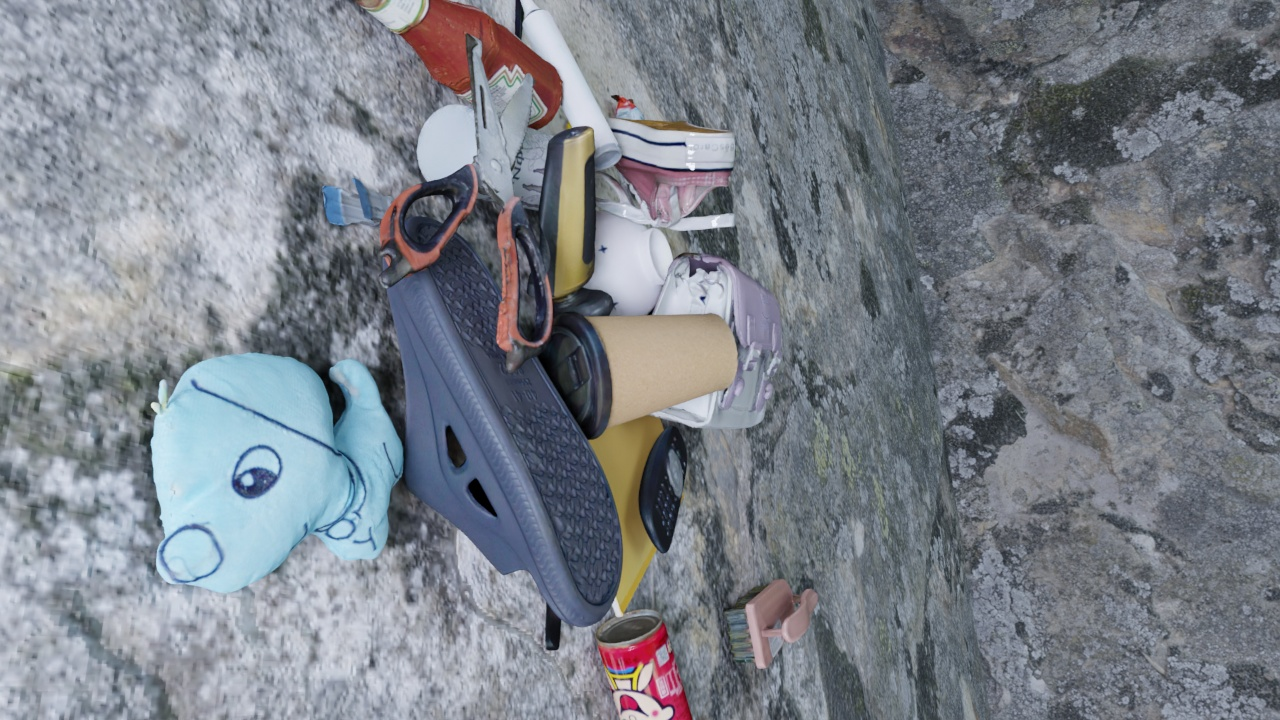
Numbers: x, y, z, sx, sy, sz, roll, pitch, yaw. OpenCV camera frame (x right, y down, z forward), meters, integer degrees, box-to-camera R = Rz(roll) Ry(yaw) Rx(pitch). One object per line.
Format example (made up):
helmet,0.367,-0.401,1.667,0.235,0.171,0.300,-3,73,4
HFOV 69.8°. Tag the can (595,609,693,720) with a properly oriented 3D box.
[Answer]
can,0.009,0.261,0.695,0.053,0.053,0.133,-32,108,-64

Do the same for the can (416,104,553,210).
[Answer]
can,-0.093,-0.141,0.659,0.146,0.058,0.058,-6,84,-65

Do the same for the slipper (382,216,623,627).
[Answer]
slipper,-0.097,0.041,0.560,0.268,0.083,0.110,62,19,11

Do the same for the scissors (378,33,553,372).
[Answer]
scissors,-0.093,-0.099,0.556,0.189,0.015,0.223,59,39,-13

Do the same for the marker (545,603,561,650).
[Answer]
marker,-0.061,0.141,0.651,0.018,0.015,0.123,41,44,-58

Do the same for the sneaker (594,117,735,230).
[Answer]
sneaker,0.013,-0.155,0.765,0.241,0.118,0.088,-135,-135,-66

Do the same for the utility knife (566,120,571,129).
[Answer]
utility knife,-0.060,-0.146,0.780,0.033,0.015,0.177,51,36,-45

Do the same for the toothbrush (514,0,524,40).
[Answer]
toothbrush,-0.099,-0.298,0.771,0.015,0.018,0.180,33,48,-52

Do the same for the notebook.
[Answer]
notebook,-0.010,0.094,0.763,0.205,0.010,0.146,-50,124,-66

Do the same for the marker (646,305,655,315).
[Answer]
marker,0.030,-0.063,0.937,0.123,0.015,0.018,-47,120,-57

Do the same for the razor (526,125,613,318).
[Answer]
razor,-0.049,-0.090,0.666,0.062,0.068,0.168,-61,162,-50

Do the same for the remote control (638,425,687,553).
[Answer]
remote control,0.017,0.107,0.772,0.136,0.024,0.053,-72,143,-56

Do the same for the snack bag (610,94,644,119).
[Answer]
snack bag,-0.007,-0.215,0.912,0.045,0.026,0.105,7,74,-73

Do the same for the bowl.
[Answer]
bowl,-0.010,-0.083,0.801,0.118,0.065,0.118,37,48,-55

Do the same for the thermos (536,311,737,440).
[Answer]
thermos,-0.004,0.004,0.674,0.143,0.093,0.093,-10,88,-30

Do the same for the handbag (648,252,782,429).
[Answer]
handbag,0.069,-0.013,0.831,0.196,0.098,0.145,9,92,-71

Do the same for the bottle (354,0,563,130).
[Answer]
bottle,-0.128,-0.218,0.624,0.206,0.060,0.059,18,62,-61

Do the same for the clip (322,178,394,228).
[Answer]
clip,-0.160,-0.090,0.543,0.058,0.044,0.027,8,65,-73

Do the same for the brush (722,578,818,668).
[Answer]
brush,0.140,0.265,0.948,0.145,0.073,0.063,-2,80,-66

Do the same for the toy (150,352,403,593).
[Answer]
toy,-0.166,0.047,0.432,0.161,0.050,0.156,-84,152,-43

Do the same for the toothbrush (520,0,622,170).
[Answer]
toothbrush,-0.072,-0.247,0.730,0.221,0.027,0.026,64,7,16
